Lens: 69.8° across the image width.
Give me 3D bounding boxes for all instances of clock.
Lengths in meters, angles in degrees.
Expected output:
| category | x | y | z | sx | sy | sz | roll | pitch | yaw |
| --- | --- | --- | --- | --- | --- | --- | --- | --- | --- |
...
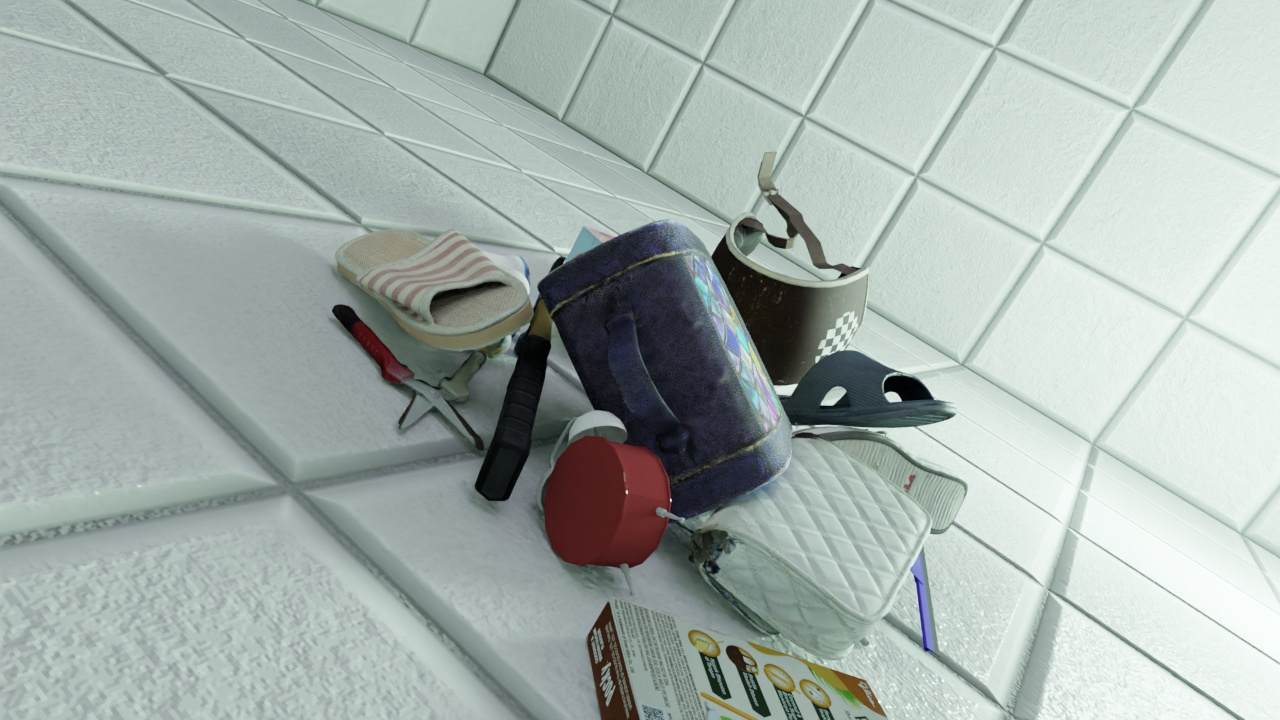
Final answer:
| category | x | y | z | sx | sy | sz | roll | pitch | yaw |
| --- | --- | --- | --- | --- | --- | --- | --- | --- | --- |
| clock | -0.027 | 0.088 | 0.610 | 0.044 | 0.087 | 0.124 | 16 | 23 | -39 |
| clock | -0.138 | -0.054 | 0.861 | 0.052 | 0.089 | 0.125 | 13 | 20 | -30 |

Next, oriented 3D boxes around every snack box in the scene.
| category | x | y | z | sx | sy | sz | roll | pitch | yaw |
| --- | --- | --- | --- | --- | --- | --- | --- | --- | --- |
| snack box | 0.065 | 0.201 | 0.512 | 0.186 | 0.032 | 0.101 | 23 | 17 | -19 |
| snack box | -0.042 | -0.107 | 1.181 | 0.094 | 0.093 | 0.079 | 13 | 22 | -42 |

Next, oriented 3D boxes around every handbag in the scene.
| category | x | y | z | sx | sy | sz | roll | pitch | yaw |
| --- | --- | --- | --- | --- | --- | --- | --- | --- | --- |
| handbag | 0.023 | 0.009 | 0.722 | 0.205 | 0.126 | 0.221 | 65 | 15 | 3 |
| handbag | 0.131 | 0.136 | 0.698 | 0.139 | 0.073 | 0.194 | 36 | 29 | 17 |

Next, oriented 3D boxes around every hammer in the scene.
| category | x | y | z | sx | sy | sz | roll | pitch | yaw |
| --- | --- | --- | --- | --- | --- | --- | --- | --- | --- |
| hammer | -0.089 | 0.004 | 0.745 | 0.025 | 0.118 | 0.332 | 22 | 21 | -9 |

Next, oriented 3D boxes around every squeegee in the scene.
| category | x | y | z | sx | sy | sz | roll | pitch | yaw |
| --- | --- | --- | --- | --- | --- | --- | --- | --- | --- |
| squeegee | 0.175 | 0.147 | 0.830 | 0.185 | 0.055 | 0.249 | 19 | 22 | 6 |

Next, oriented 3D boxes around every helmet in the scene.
| category | x | y | z | sx | sy | sz | roll | pitch | yaw |
| --- | --- | --- | --- | --- | --- | --- | --- | --- | --- |
| helmet | 0.186 | -0.097 | 1.240 | 0.233 | 0.254 | 0.233 | 30 | 40 | 24 |

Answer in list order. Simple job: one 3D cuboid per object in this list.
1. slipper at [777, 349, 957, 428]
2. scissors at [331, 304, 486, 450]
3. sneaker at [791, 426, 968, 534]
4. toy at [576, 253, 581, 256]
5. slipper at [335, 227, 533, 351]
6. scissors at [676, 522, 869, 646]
| category | x | y | z | sx | sy | sz | roll | pitch | yaw |
| --- | --- | --- | --- | --- | --- | --- | --- | --- | --- |
| slipper | 0.204 | 0.031 | 0.975 | 0.101 | 0.082 | 0.264 | 4 | -6 | -41 |
| scissors | -0.168 | 0.010 | 0.742 | 0.199 | 0.015 | 0.179 | 37 | 18 | 24 |
| sneaker | 0.226 | 0.112 | 0.984 | 0.262 | 0.097 | 0.129 | 17 | 8 | -33 |
| toy | 0.007 | -0.063 | 1.020 | 0.214 | 0.084 | 0.149 | 23 | 7 | -14 |
| slipper | -0.191 | -0.077 | 0.792 | 0.114 | 0.052 | 0.263 | -27 | 36 | -29 |
| scissors | 0.102 | 0.170 | 0.710 | 0.165 | 0.014 | 0.141 | 39 | 19 | 27 |
